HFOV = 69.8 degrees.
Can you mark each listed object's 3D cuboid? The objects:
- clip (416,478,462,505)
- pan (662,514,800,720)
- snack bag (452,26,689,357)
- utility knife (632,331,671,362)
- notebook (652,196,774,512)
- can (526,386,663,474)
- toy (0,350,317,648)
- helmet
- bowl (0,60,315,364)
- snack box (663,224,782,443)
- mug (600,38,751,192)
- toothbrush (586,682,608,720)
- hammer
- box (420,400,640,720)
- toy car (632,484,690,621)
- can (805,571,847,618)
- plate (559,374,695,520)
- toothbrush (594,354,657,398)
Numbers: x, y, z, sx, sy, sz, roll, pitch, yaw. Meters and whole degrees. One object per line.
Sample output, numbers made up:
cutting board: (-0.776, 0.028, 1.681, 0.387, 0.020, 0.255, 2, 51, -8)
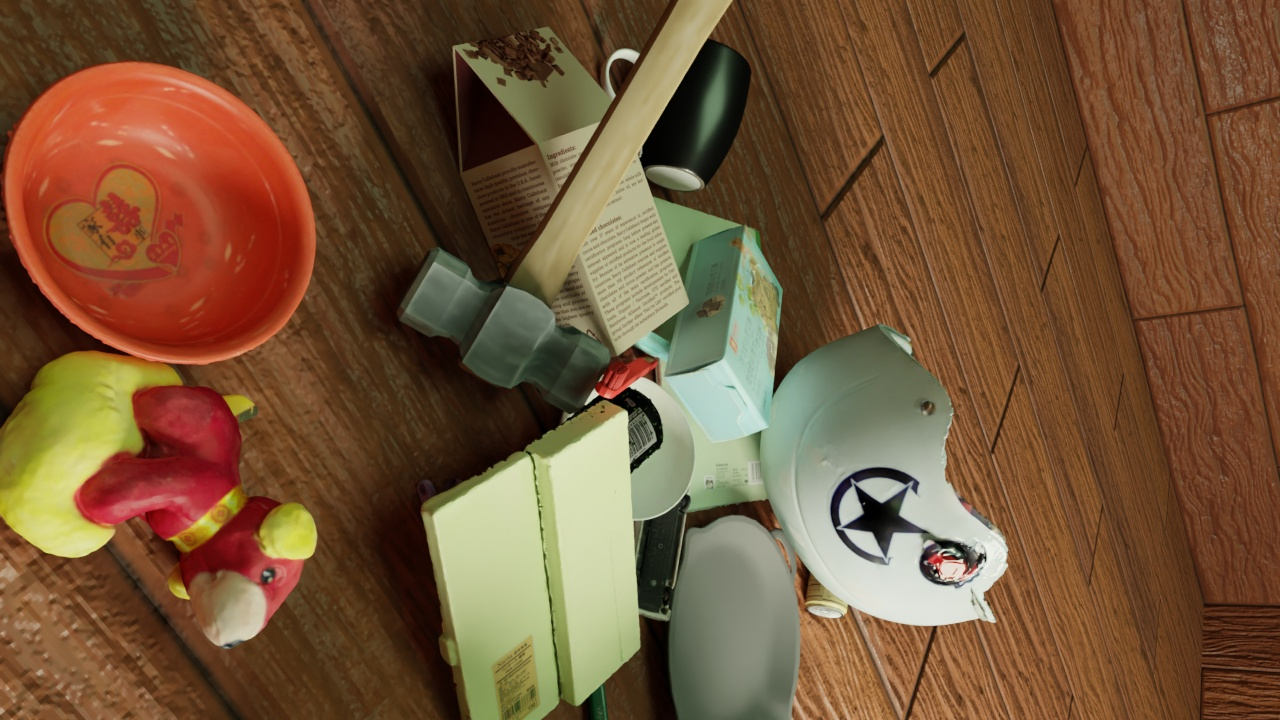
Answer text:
clip: (-0.117, 0.088, 0.526, 0.046, 0.014, 0.050, 42, 50, -40)
pan: (0.043, 0.254, 0.687, 0.353, 0.024, 0.216, -48, 120, -46)
snack bag: (-0.051, -0.111, 0.603, 0.094, 0.070, 0.206, -38, 112, -49)
utility knife: (0.040, 0.006, 0.721, 0.177, 0.022, 0.015, 29, 63, -51)
notebook: (0.067, -0.002, 0.785, 0.181, 0.010, 0.252, 4, 80, -52)
can: (-0.044, 0.069, 0.568, 0.137, 0.054, 0.054, -38, 113, -33)
toy: (-0.199, 0.052, 0.393, 0.137, 0.067, 0.105, 48, 44, -19)
helmet: (0.194, 0.111, 0.778, 0.236, 0.164, 0.264, -70, 139, -71)
bowl: (-0.212, -0.060, 0.403, 0.130, 0.045, 0.130, 15, 71, -50)
snack box: (0.068, -0.025, 0.711, 0.075, 0.053, 0.174, 54, 31, -30)
mug: (0.021, -0.194, 0.720, 0.118, 0.085, 0.100, 17, 81, -18)
toothbrush: (-0.036, 0.184, 0.606, 0.017, 0.016, 0.189, -2, 85, -55)
hammer: (-0.011, -0.130, 0.523, 0.117, 0.051, 0.323, 30, 92, -18)
box: (-0.054, 0.129, 0.522, 0.137, 0.024, 0.187, -25, 125, -39)
toy car: (0.008, 0.127, 0.659, 0.039, 0.039, 0.113, 21, 65, -23)
can: (0.180, 0.199, 0.866, 0.038, 0.038, 0.079, 42, 52, -40)
plate: (-0.012, 0.061, 0.638, 0.104, 0.026, 0.104, 10, 67, -24)
toothbrush: (-0.004, 0.004, 0.604, 0.018, 0.012, 0.212, -62, 175, 7)
